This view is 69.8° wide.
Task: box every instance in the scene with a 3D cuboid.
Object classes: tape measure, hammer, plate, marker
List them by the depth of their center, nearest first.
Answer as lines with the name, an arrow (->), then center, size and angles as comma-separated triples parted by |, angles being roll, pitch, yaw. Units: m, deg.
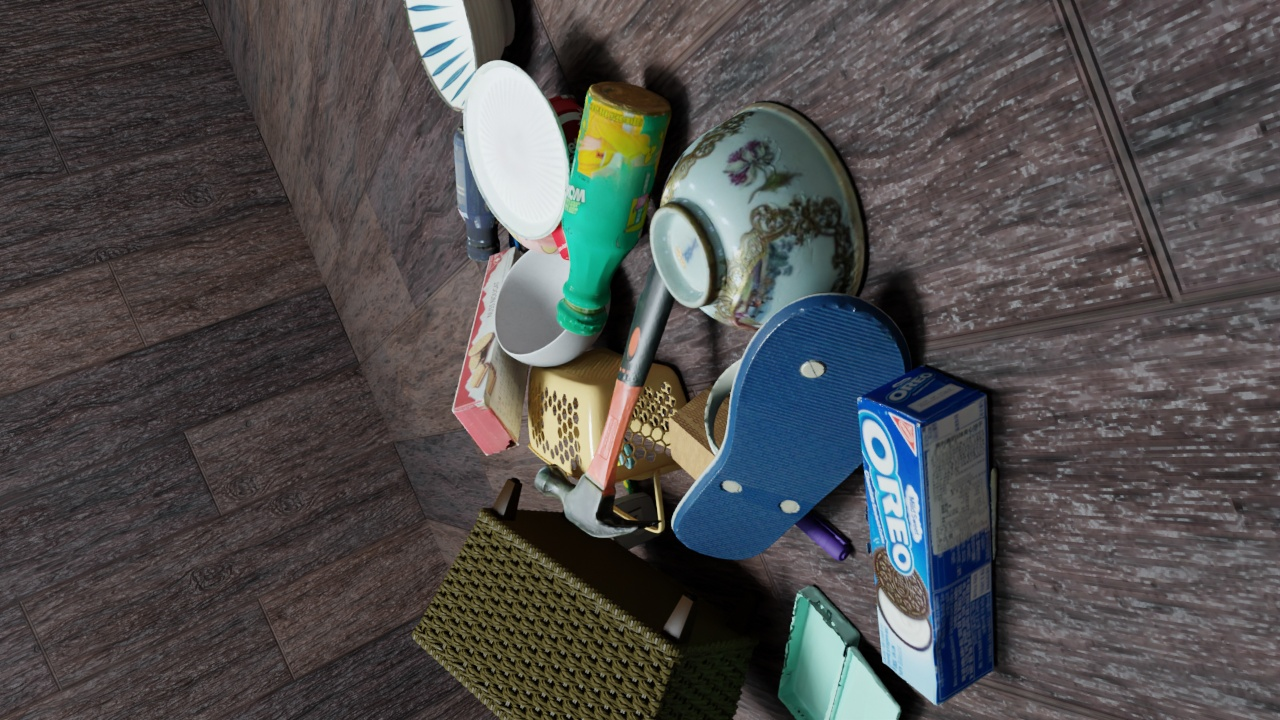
hammer -> -0.005, 0.005, 0.780 | 0.133, 0.033, 0.334 | 34, 118, 36
marker -> 0.130, 0.127, 0.784 | 0.134, 0.015, 0.018 | 39, 117, 46
plate -> -0.108, -0.184, 0.810 | 0.157, 0.014, 0.157 | 29, 130, 40
tape measure -> -0.010, 0.189, 1.077 | 0.020, 0.060, 0.062 | 18, 124, 60

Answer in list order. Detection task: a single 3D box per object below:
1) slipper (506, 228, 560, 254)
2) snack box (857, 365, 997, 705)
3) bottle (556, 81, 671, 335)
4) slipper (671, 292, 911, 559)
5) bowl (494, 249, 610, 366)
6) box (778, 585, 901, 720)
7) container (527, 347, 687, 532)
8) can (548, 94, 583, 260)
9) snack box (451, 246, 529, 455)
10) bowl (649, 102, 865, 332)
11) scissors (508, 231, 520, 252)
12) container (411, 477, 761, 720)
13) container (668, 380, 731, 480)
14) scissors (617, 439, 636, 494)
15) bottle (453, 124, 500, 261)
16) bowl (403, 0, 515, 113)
slipper -> -0.119, -0.177, 0.932 | 0.197, 0.093, 0.082 | 60, 157, 20
snack box -> 0.189, 0.118, 0.599 | 0.059, 0.059, 0.227 | 36, 142, 56
bottle -> -0.031, -0.119, 0.761 | 0.068, 0.068, 0.210 | 46, 133, 39
slipper -> 0.104, 0.052, 0.671 | 0.060, 0.118, 0.296 | -75, 6, -45
bowl -> -0.083, -0.054, 0.950 | 0.064, 0.132, 0.132 | 29, -171, -45
box -> 0.178, 0.307, 0.830 | 0.136, 0.033, 0.187 | 46, 150, 38
container -> -0.034, 0.084, 0.951 | 0.183, 0.129, 0.167 | 18, 118, 60
can -> -0.061, -0.163, 0.840 | 0.075, 0.074, 0.142 | -16, 97, 66
snack box -> -0.154, -0.018, 1.015 | 0.272, 0.044, 0.077 | -90, -22, -49
bowl -> 0.064, -0.085, 0.628 | 0.160, 0.093, 0.160 | 47, 149, 39
scissors -> -0.153, -0.179, 1.102 | 0.104, 0.015, 0.134 | 66, 153, 9
container -> -0.047, 0.273, 0.954 | 0.321, 0.176, 0.205 | 26, 96, 37
container -> 0.075, 0.076, 0.793 | 0.114, 0.061, 0.063 | 40, 146, 45
scissors -> -0.011, 0.147, 1.102 | 0.071, 0.014, 0.130 | -11, 101, 66
bottle -> -0.187, -0.195, 1.077 | 0.056, 0.056, 0.161 | 41, 138, 44
bowl -> -0.172, -0.343, 0.913 | 0.177, 0.070, 0.178 | 47, 150, 38
